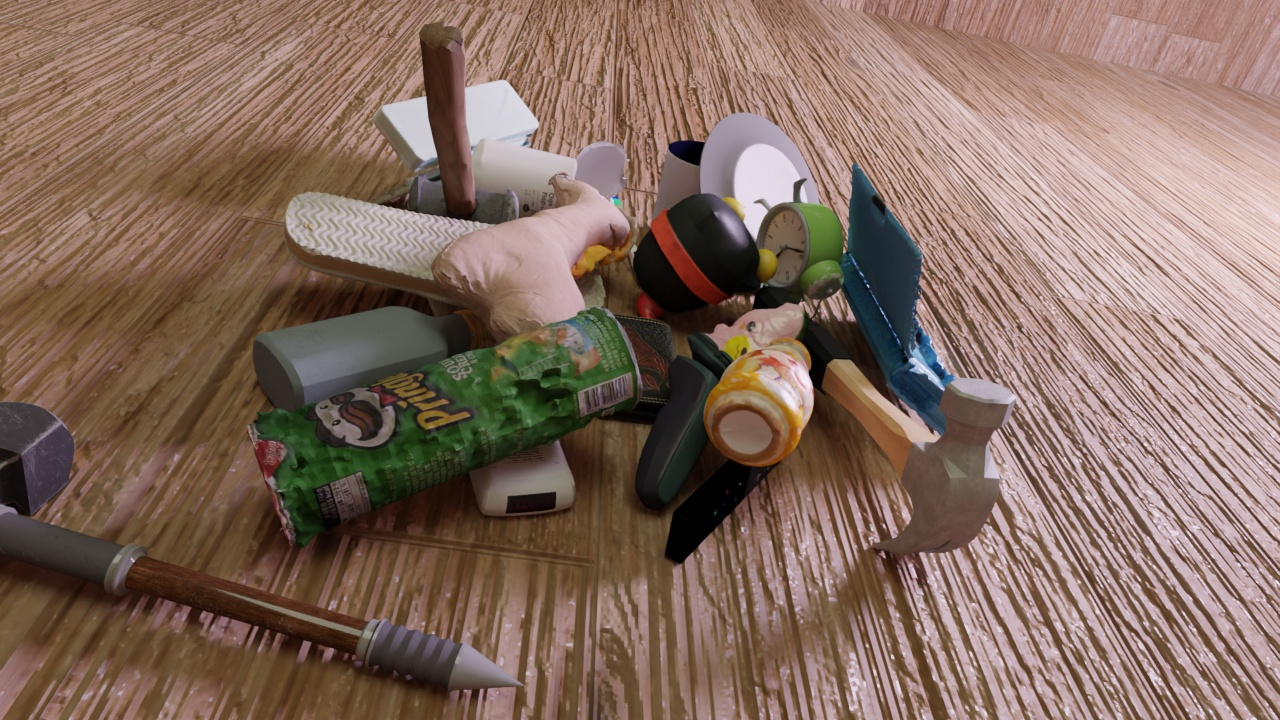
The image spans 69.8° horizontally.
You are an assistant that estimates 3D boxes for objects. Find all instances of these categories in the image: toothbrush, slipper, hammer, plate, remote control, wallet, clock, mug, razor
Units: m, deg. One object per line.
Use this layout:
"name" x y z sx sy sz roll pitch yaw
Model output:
"toothbrush" -0.014 -0.124 0.921 0.016 0.015 0.186 7 32 -19
"slipper" -0.154 -0.074 0.743 0.262 0.052 0.115 10 39 -28
"hammer" 0.152 0.019 0.674 0.039 0.131 0.328 3 23 -16
"plate" 0.124 -0.156 0.894 0.178 0.178 0.012 -21 6 -42
"remote control" -0.088 0.048 0.606 0.060 0.025 0.138 -2 36 -22
"wallet" -0.004 0.004 0.713 0.072 0.019 0.123 7 32 -11
"hammer" -0.215 0.113 0.449 0.322 0.043 0.155 16 31 1
"clock" 0.144 -0.095 0.829 0.042 0.119 0.094 -1 -5 -26
"remote control" 0.061 0.080 0.600 0.013 0.034 0.149 25 33 24
"mug" 0.059 -0.153 0.914 0.078 0.097 0.111 3 33 -15
"razor" 0.029 0.041 0.623 0.052 0.047 0.142 -8 40 38
"hammer" -0.144 -0.160 0.708 0.098 0.329 0.052 9 76 -5

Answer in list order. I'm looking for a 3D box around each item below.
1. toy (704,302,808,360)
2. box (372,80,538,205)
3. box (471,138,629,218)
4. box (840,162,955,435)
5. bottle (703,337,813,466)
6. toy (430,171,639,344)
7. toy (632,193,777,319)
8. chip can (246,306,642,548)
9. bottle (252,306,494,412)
"toy" 0.079 0.002 0.701 0.093 0.050 0.102 9 70 25
"box" -0.193 -0.212 0.936 0.086 0.096 0.198 51 39 2
"box" -0.088 -0.178 0.909 0.160 0.085 0.118 12 34 -6
"box" 0.201 -0.049 0.754 0.066 0.173 0.231 -22 25 11
"bottle" 0.084 0.022 0.605 0.063 0.063 0.108 21 32 13
"toy" -0.054 -0.064 0.722 0.196 0.065 0.263 50 30 4
"toy" 0.042 -0.086 0.795 0.097 0.119 0.099 61 19 21
"chip can" -0.107 0.032 0.538 0.222 0.076 0.075 -21 43 -25
"bottle" -0.177 -0.006 0.642 0.160 0.046 0.072 -17 42 -40
